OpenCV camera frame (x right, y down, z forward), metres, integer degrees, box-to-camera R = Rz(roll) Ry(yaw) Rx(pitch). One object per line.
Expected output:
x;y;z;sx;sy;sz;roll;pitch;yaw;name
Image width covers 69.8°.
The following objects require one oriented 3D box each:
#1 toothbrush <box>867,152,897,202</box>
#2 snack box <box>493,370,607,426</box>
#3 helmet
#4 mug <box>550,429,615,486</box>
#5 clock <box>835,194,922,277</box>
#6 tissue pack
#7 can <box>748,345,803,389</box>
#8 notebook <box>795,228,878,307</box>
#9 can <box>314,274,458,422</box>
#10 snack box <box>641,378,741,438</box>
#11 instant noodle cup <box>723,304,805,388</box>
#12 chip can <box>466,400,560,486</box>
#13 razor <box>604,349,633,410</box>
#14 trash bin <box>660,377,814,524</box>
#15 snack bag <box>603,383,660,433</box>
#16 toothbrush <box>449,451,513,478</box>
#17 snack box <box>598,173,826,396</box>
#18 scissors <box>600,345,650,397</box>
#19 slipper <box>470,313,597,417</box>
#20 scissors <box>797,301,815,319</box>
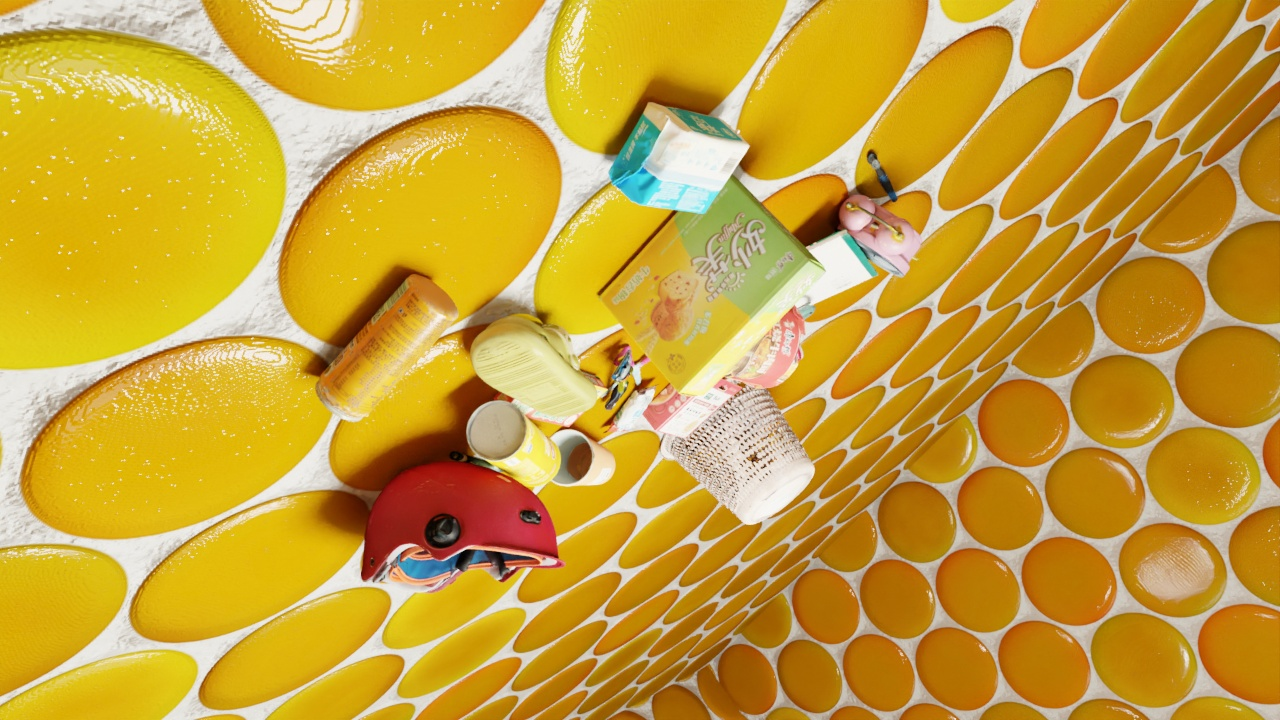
0.341;-0.251;1.282;0.014;0.016;0.189;-37;157;15;toothbrush
-0.110;0.041;1.150;0.077;0.027;0.155;-43;154;13;snack box
-0.210;0.189;1.086;0.240;0.143;0.207;-10;159;11;helmet
-0.082;0.145;1.314;0.078;0.078;0.122;-42;159;6;mug
0.332;-0.177;1.279;0.060;0.117;0.158;-54;155;7;clock
0.038;-0.198;0.903;0.139;0.063;0.090;-6;138;-51;tissue pack
0.200;-0.004;1.447;0.093;0.066;0.066;-35;155;-9;can
0.252;-0.122;1.321;0.151;0.012;0.209;-24;160;19;notebook
-0.236;-0.011;0.855;0.146;0.058;0.058;-45;155;13;can
0.079;0.060;1.418;0.127;0.044;0.113;-43;154;13;snack box
0.135;-0.033;1.248;0.108;0.138;0.138;6;131;-45;instant noodle cup
-0.150;0.105;1.112;0.072;0.072;0.213;-37;165;-4;chip can
-0.029;0.037;1.224;0.042;0.022;0.143;-57;175;-28;razor
0.177;0.158;1.545;0.227;0.192;0.228;-31;154;-17;trash bin
-0.013;0.072;1.335;0.048;0.026;0.104;-14;145;-53;snack bag
-0.200;0.144;1.215;0.012;0.017;0.186;-6;162;19;toothbrush
0.077;-0.085;1.036;0.210;0.157;0.070;-46;158;16;snack box
-0.008;0.007;1.248;0.133;0.017;0.135;-40;158;13;scissors
-0.116;-0.001;1.020;0.092;0.081;0.190;-19;146;19;slipper
0.186;-0.046;1.365;0.179;0.019;0.170;-26;174;16;scissors
